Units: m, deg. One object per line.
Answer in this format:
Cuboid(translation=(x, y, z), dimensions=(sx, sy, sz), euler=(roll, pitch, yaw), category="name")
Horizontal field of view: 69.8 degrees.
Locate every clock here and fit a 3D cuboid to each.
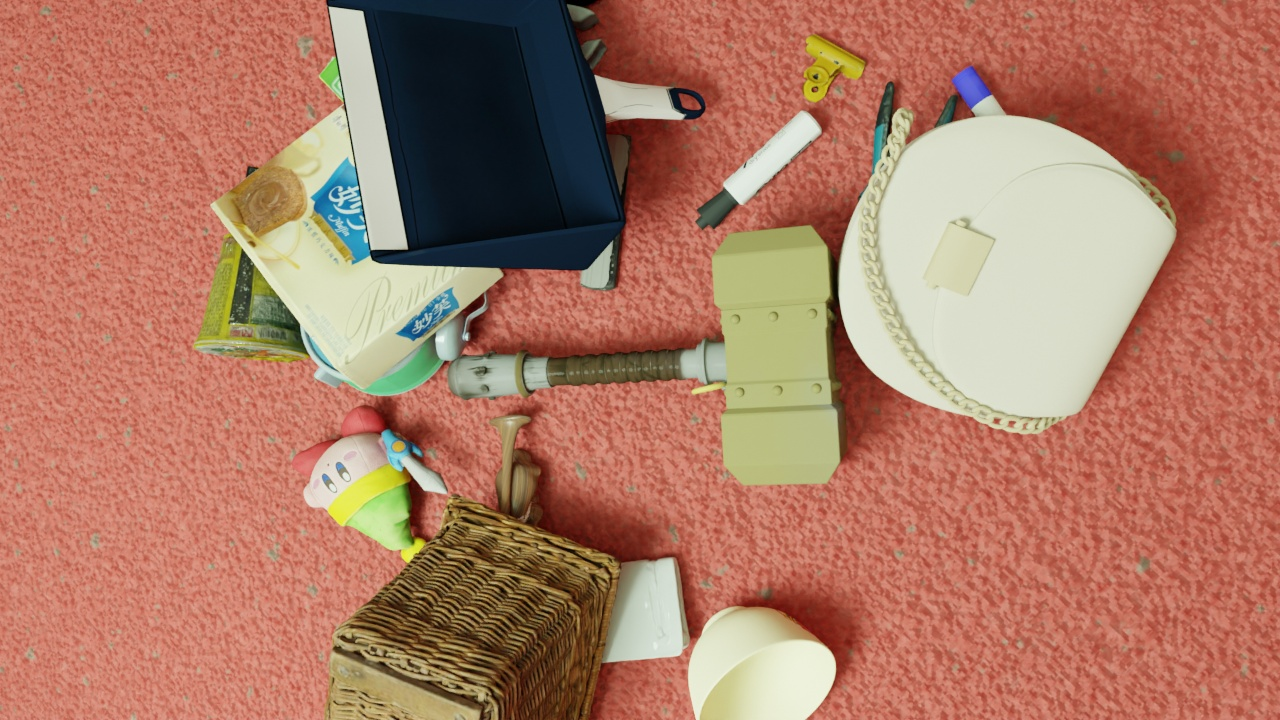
Cuboid(translation=(-0.213, -0.039, 0.817), dimensions=(0.161, 0.075, 0.121), euler=(-19, 74, 3), category="clock")

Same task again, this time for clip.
Cuboid(translation=(0.150, -0.235, 0.751), dimensions=(0.053, 0.035, 0.046), euler=(34, 80, 11), category="clip")
Cuboid(translation=(-0.106, -0.248, 0.812), dimensions=(0.163, 0.028, 0.108), euler=(-13, 86, 15), category="clip")

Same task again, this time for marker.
Cuboid(translation=(0.289, -0.165, 0.711), dimensions=(0.020, 0.020, 0.141), euler=(-33, 83, 12), category="marker")
Cuboid(translation=(0.095, -0.154, 0.760), dimensions=(0.126, 0.025, 0.025), euler=(-42, 80, 11), category="marker")

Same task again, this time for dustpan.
Cuboid(translation=(-0.080, -0.192, 0.709), dimensions=(0.080, 0.272, 0.236), euler=(-40, 59, 50), category="dustpan")

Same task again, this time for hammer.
Cuboid(translation=(-0.004, 0.004, 0.748), dimensions=(0.325, 0.100, 0.190), euler=(-4, 89, 16), category="hammer")

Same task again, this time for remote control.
Cuboid(translation=(-0.030, -0.129, 0.799), dimensions=(0.033, 0.013, 0.136), euler=(7, 90, 14), category="remote control")

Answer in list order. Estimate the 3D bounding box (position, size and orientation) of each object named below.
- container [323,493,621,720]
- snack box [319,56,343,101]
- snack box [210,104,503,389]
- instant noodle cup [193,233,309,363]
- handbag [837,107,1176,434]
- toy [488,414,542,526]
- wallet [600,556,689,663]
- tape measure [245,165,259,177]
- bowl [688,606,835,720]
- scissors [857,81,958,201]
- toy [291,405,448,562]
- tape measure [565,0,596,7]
Cuboid(translation=(-0.141, 0.269, 0.709), dimensions=(0.162, 0.182, 0.250), euler=(18, 112, 16), category="container")
Cuboid(translation=(-0.176, -0.175, 0.776), dimensions=(0.168, 0.131, 0.027), euler=(46, 100, 11), category="snack box")
Cuboid(translation=(-0.239, -0.102, 0.771), dimensions=(0.153, 0.055, 0.207), euler=(-40, 70, -7), category="snack box")
Cuboid(translation=(-0.355, -0.058, 0.848), dimensions=(0.102, 0.102, 0.108), euler=(0, 81, 15), category="instant noodle cup")
Cuboid(translation=(0.254, -0.069, 0.678), dimensions=(0.208, 0.103, 0.211), euler=(23, 106, 6), category="handbag")
Cuboid(translation=(-0.108, 0.103, 0.800), dimensions=(0.042, 0.055, 0.101), euler=(-8, 65, 18), category="toy")
Cuboid(translation=(-0.016, 0.215, 0.788), dimensions=(0.116, 0.032, 0.086), euler=(-7, 79, 19), category="wallet")
Cuboid(translation=(-0.344, -0.146, 0.868), dimensions=(0.063, 0.038, 0.067), euler=(13, 92, 14), category="tape measure")
Cuboid(translation=(0.085, 0.239, 0.731), dimensions=(0.118, 0.118, 0.074), euler=(-48, 37, 10), category="bowl")
Cuboid(translation=(0.208, -0.154, 0.733), dimensions=(0.149, 0.019, 0.122), euler=(-37, 82, 14), category="scissors")
Cuboid(translation=(-0.235, 0.114, 0.829), dimensions=(0.124, 0.097, 0.131), euler=(-36, 63, 6), category="toy")
Cuboid(translation=(-0.060, -0.344, 0.793), dimensions=(0.072, 0.042, 0.071), euler=(8, 89, 12), category="tape measure")
